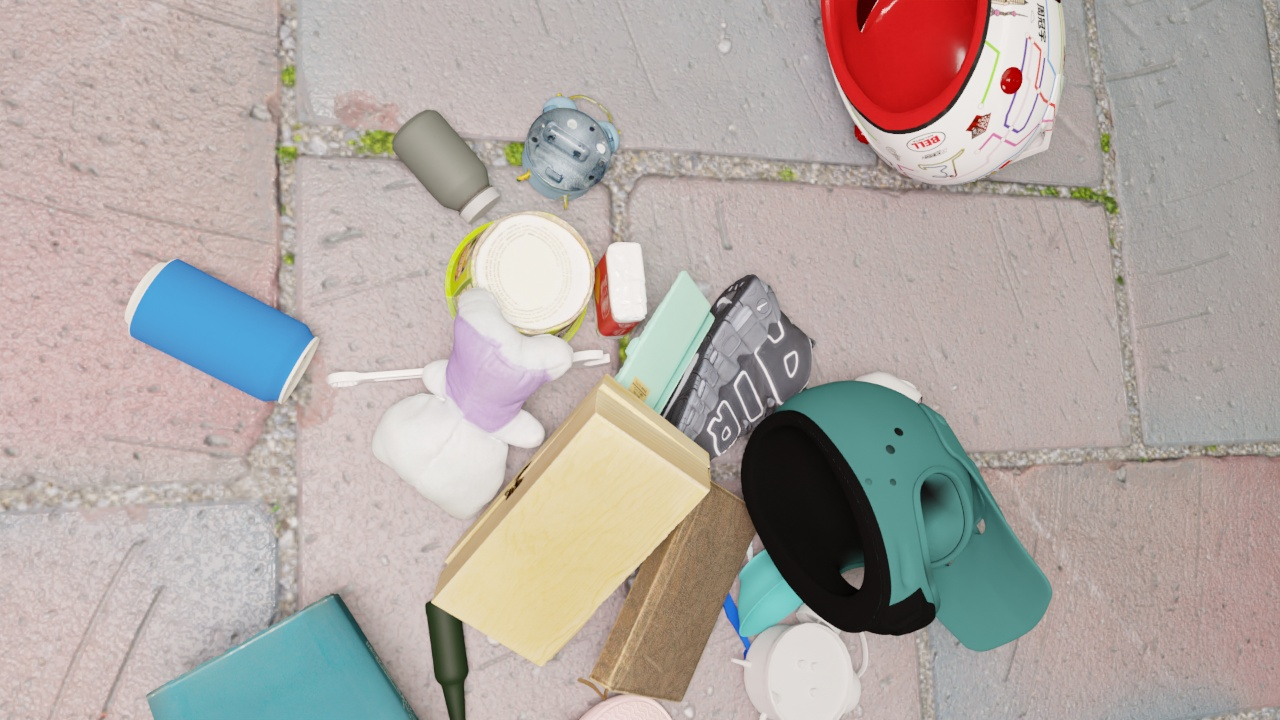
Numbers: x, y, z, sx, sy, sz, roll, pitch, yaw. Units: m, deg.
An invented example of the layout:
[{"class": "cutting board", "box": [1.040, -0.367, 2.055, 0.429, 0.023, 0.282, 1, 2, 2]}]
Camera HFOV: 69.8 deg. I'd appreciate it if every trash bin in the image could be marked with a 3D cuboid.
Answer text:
[{"class": "trash bin", "box": [-0.271, 0.325, 0.751, 0.198, 0.197, 0.218, -27, 85, -20]}]

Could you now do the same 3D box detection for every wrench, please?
[{"class": "wrench", "box": [-0.163, 0.008, 0.897, 0.273, 0.047, 0.009, -5, 79, -15]}]

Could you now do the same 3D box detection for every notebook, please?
[{"class": "notebook", "box": [0.029, 0.217, 0.867, 0.190, 0.034, 0.215, 39, 74, -54]}]

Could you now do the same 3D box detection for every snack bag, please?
[{"class": "snack bag", "box": [-0.023, -0.067, 0.914, 0.036, 0.116, 0.077, -4, 83, -12]}]

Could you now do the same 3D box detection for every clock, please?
[{"class": "clock", "box": [0.177, 0.315, 0.944, 0.159, 0.061, 0.120, -16, 87, -30]}, {"class": "clock", "box": [-0.073, -0.222, 0.953, 0.089, 0.052, 0.124, 30, 74, -10]}]

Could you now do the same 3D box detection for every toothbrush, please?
[{"class": "toothbrush", "box": [0.087, 0.244, 0.962, 0.016, 0.011, 0.186, -22, 87, -19]}]

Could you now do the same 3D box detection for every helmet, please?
[{"class": "helmet", "box": [0.233, 0.141, 0.856, 0.199, 0.177, 0.274, -1, 46, -32]}, {"class": "helmet", "box": [0.336, -0.350, 1.003, 0.235, 0.232, 0.314, -12, 91, -46]}]

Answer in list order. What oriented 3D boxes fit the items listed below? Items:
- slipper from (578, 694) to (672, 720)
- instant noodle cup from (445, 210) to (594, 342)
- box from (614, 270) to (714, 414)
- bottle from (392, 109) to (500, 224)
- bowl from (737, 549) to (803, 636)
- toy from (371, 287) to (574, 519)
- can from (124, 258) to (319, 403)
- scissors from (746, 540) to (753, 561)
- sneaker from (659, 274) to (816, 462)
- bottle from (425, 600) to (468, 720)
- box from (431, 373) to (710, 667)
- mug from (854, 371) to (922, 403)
[{"class": "slipper", "box": [-0.057, 0.403, 0.869, 0.221, 0.056, 0.107, -32, 91, -28]}, {"class": "instant noodle cup", "box": [-0.113, -0.078, 0.895, 0.146, 0.098, 0.146, 2, 82, -17]}, {"class": "box", "box": [-0.003, 0.008, 0.909, 0.078, 0.112, 0.187, 20, 73, 32]}, {"class": "bottle", "box": [-0.190, -0.190, 0.907, 0.060, 0.060, 0.108, -43, 96, -18]}, {"class": "bowl", "box": [0.136, 0.226, 0.943, 0.121, 0.121, 0.046, -29, 57, -19]}, {"class": "toy", "box": [-0.155, 0.049, 0.835, 0.137, 0.085, 0.210, 33, 112, -3]}, {"class": "can", "box": [-0.371, -0.025, 0.818, 0.146, 0.079, 0.078, 29, 75, -12]}, {"class": "scissors", "box": [0.105, 0.166, 0.977, 0.127, 0.014, 0.127, -4, 90, -20]}, {"class": "sneaker", "box": [0.108, 0.048, 0.952, 0.151, 0.097, 0.252, 33, 69, -13]}, {"class": "bottle", "box": [-0.178, 0.286, 0.860, 0.033, 0.033, 0.123, -7, 85, -18]}, {"class": "box", "box": [-0.062, 0.145, 0.826, 0.128, 0.091, 0.250, 34, 112, -17]}, {"class": "mug", "box": [0.265, 0.050, 1.009, 0.076, 0.090, 0.123, 23, 38, 22]}]
